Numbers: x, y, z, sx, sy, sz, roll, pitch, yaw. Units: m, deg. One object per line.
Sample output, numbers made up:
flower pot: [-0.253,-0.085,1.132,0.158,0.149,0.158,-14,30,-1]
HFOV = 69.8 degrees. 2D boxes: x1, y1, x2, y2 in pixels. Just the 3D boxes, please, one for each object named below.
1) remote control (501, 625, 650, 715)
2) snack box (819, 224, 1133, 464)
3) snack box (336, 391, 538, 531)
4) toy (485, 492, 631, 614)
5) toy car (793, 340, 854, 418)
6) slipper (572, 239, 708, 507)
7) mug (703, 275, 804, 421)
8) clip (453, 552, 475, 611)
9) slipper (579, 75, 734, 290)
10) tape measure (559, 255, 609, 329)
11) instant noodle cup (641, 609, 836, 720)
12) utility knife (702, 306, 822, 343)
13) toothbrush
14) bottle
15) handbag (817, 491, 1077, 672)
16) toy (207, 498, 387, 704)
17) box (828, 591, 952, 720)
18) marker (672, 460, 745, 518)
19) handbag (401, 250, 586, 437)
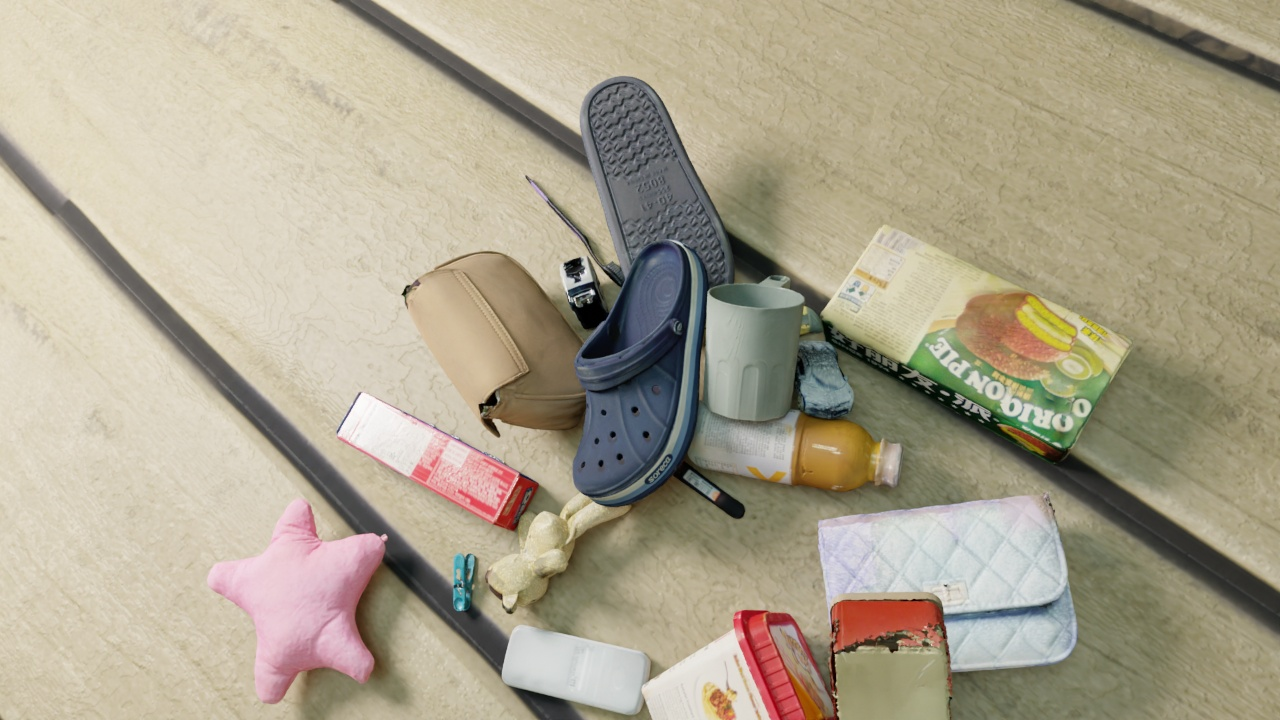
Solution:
remote control: [-0.059,0.280,0.832,0.136,0.020,0.055,7,71,18]
snack box: [0.293,-0.018,0.824,0.240,0.063,0.114,31,81,23]
snack box: [-0.205,0.098,0.918,0.207,0.057,0.058,24,80,21]
toy: [-0.075,0.169,0.860,0.157,0.066,0.105,-40,33,-6]
toy car: [0.163,0.014,0.839,0.049,0.031,0.105,-2,35,-3]
slipper: [-0.005,0.005,0.822,0.105,0.095,0.252,3,73,48]
mug: [0.106,-0.014,0.824,0.084,0.123,0.103,11,110,23]
clip: [-0.171,0.214,0.886,0.013,0.038,0.055,-3,76,16]
slipper: [0.016,-0.152,0.934,0.110,0.083,0.268,-20,91,-3]
tape measure: [-0.057,-0.073,0.936,0.033,0.066,0.066,-19,69,3]
instant noodle cup: [0.079,0.278,0.753,0.124,0.116,0.116,-31,65,16]
utility knife: [0.102,-0.032,0.896,0.152,0.018,0.031,-7,85,7]
toothbrush: [-0.072,-0.145,0.996,0.016,0.014,0.189,-37,65,-9]
bottle: [0.138,0.078,0.827,0.190,0.068,0.068,9,73,18]
handbag: [0.250,0.186,0.753,0.194,0.075,0.134,-10,71,11]
toy: [-0.316,0.232,0.891,0.178,0.074,0.194,-36,69,-3]
box: [0.191,0.264,0.688,0.091,0.079,0.168,-4,114,14]
marker: [0.047,0.110,0.870,0.124,0.015,0.018,34,83,21]
handbag: [-0.137,-0.013,0.900,0.204,0.147,0.100,52,126,26]
